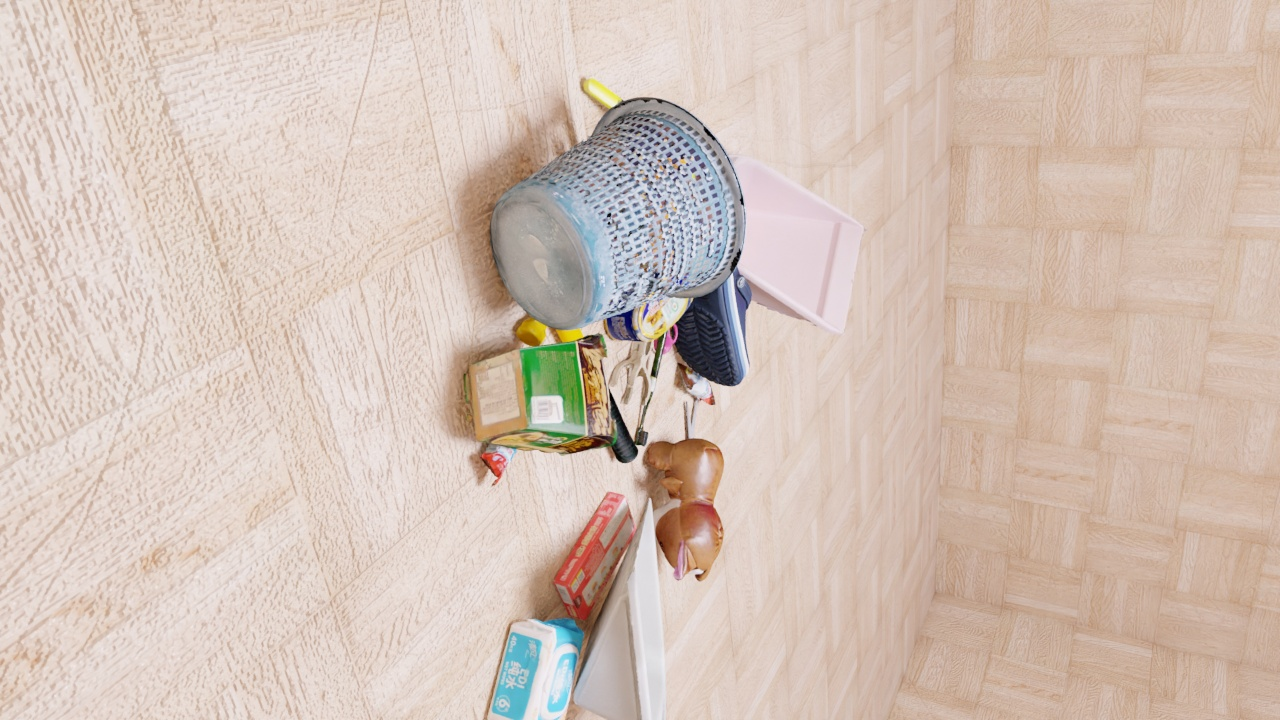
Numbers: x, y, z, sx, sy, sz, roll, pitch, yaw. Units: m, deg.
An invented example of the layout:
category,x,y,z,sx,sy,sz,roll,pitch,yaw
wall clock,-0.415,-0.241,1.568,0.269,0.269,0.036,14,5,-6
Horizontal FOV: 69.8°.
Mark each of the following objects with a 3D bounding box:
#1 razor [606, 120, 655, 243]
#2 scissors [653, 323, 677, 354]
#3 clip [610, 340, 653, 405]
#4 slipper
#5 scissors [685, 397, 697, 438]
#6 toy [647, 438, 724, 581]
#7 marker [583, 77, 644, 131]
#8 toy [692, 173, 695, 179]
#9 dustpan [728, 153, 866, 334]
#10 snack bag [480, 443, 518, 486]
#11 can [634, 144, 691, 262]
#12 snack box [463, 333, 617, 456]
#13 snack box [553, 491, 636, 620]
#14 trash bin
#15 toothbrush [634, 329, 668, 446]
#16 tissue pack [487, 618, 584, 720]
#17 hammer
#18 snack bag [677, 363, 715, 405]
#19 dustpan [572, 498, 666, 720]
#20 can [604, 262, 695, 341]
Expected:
category,x,y,z,sx,sy,sz,roll,pitch,yaw
razor,-0.012,-0.214,1.109,0.067,0.062,0.167,-5,98,-28
scissors,0.020,-0.066,1.244,0.054,0.017,0.133,-50,136,-31
clip,-0.009,0.006,1.189,0.094,0.035,0.102,16,78,-63
slipper,0.102,-0.086,1.283,0.095,0.105,0.253,-38,128,-38
scissors,0.074,0.145,1.401,0.154,0.012,0.166,-61,144,-35
toy,0.061,0.210,1.290,0.140,0.131,0.199,18,60,-59
marker,-0.018,-0.289,1.068,0.124,0.015,0.018,28,73,-37
toy,0.057,-0.223,1.253,0.099,0.031,0.097,-52,144,-37
dustpan,0.205,-0.186,1.344,0.139,0.273,0.222,94,9,-58
snack bag,-0.140,0.084,0.978,0.105,0.026,0.045,-60,138,-39
can,0.026,-0.201,1.173,0.058,0.058,0.146,20,79,-61
snack box,-0.103,0.037,0.920,0.105,0.118,0.118,3,75,-49
snack box,-0.055,0.249,1.177,0.152,0.025,0.075,-56,143,-39
trash bin,-0.038,-0.135,0.943,0.194,0.227,0.227,-32,126,-39
toothbrush,0.019,0.027,1.246,0.012,0.017,0.186,9,95,-44
tissue pack,-0.116,0.366,1.056,0.090,0.063,0.140,34,68,-61
hammer,-0.058,0.021,1.105,0.128,0.033,0.301,-59,144,-33
snack bag,0.084,0.036,1.371,0.104,0.026,0.048,39,29,-59
dustpan,0.014,0.344,1.127,0.222,0.142,0.258,-67,-178,-76
can,0.014,-0.076,1.180,0.147,0.049,0.075,-44,128,-42
